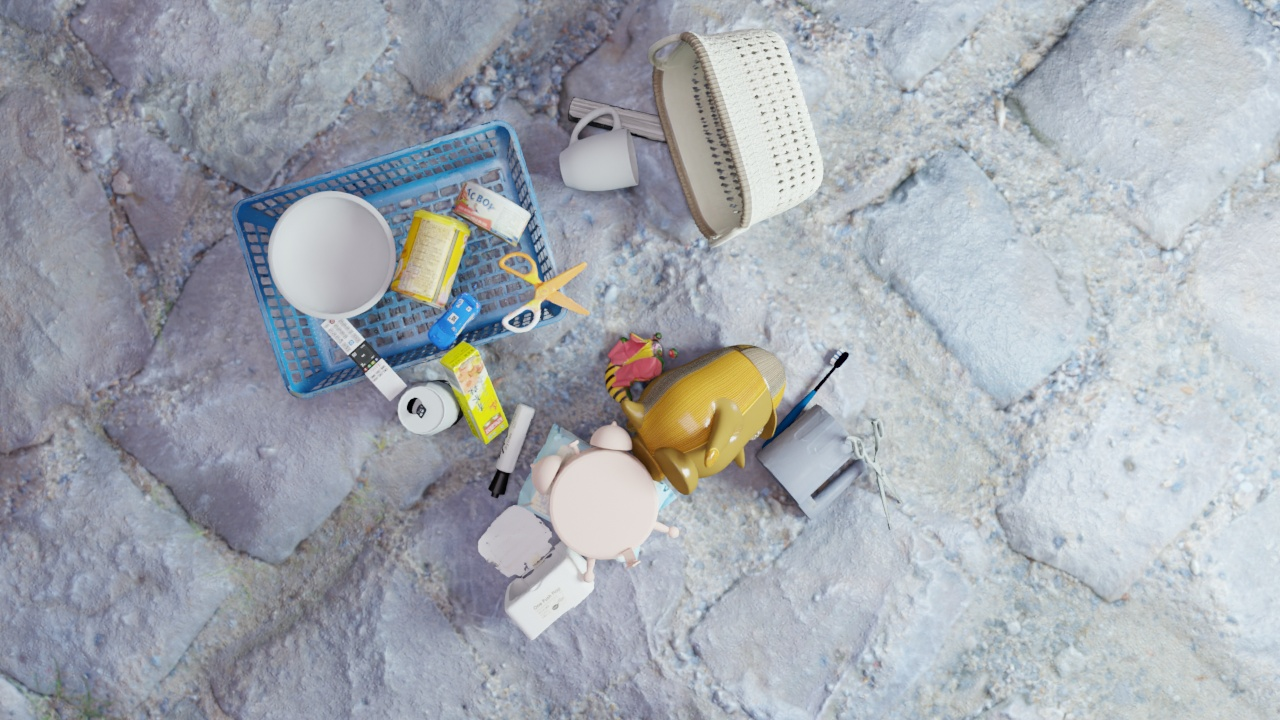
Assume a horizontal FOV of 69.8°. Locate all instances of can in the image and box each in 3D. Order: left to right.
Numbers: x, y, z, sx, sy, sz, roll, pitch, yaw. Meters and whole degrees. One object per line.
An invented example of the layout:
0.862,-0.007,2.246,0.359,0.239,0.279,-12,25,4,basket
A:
-0.245,-0.118,1.072,0.067,0.067,0.105,18,88,0,can
-0.260,0.058,1.140,0.064,0.127,0.064,0,91,0,can
-0.173,-0.170,1.064,0.086,0.086,0.043,28,91,0,can

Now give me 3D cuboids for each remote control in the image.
-0.333,-0.006,1.107,0.028,0.012,0.124,-42,91,2,remote control
-0.026,-0.311,1.185,0.136,0.013,0.033,13,92,-2,remote control

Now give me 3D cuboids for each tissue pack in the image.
-0.058,0.173,1.171,0.182,0.070,0.112,29,92,-3,tissue pack

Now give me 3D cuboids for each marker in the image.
-0.169,0.119,1.192,0.025,0.025,0.126,20,92,0,marker

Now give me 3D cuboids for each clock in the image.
-0.045,0.169,1.099,0.131,0.086,0.160,-27,86,-2,clock

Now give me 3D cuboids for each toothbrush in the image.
0.213,0.053,1.191,0.168,0.014,0.014,-50,57,4,toothbrush

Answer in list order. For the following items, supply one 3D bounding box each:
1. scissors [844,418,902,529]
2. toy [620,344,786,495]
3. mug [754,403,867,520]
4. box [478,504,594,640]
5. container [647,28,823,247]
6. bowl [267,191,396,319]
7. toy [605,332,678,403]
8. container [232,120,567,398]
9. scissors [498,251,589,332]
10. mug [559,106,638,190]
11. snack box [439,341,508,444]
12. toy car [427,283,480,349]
0.293,0.133,1.149,0.014,0.173,0.141,-14,59,33,scissors
0.092,0.064,1.134,0.203,0.199,0.162,-35,111,-19,toy
0.222,0.131,1.168,0.104,0.084,0.124,-42,115,-1,mug
-0.141,0.254,1.165,0.108,0.126,0.137,-38,100,0,box
0.112,-0.274,1.104,0.142,0.185,0.246,-20,95,-16,container
-0.359,-0.123,1.088,0.149,0.043,0.149,0,92,0,bowl
-0.007,0.007,1.174,0.103,0.046,0.084,-48,61,9,toy
-0.292,-0.123,1.154,0.362,0.089,0.257,-17,92,1,container
-0.120,-0.078,1.103,0.125,0.011,0.127,27,93,0,scissors
-0.056,-0.267,1.161,0.089,0.071,0.107,-8,82,9,mug
-0.204,0.042,1.135,0.029,0.148,0.040,30,60,33,snack box
-0.218,-0.053,1.078,0.033,0.062,0.092,41,91,-1,toy car
